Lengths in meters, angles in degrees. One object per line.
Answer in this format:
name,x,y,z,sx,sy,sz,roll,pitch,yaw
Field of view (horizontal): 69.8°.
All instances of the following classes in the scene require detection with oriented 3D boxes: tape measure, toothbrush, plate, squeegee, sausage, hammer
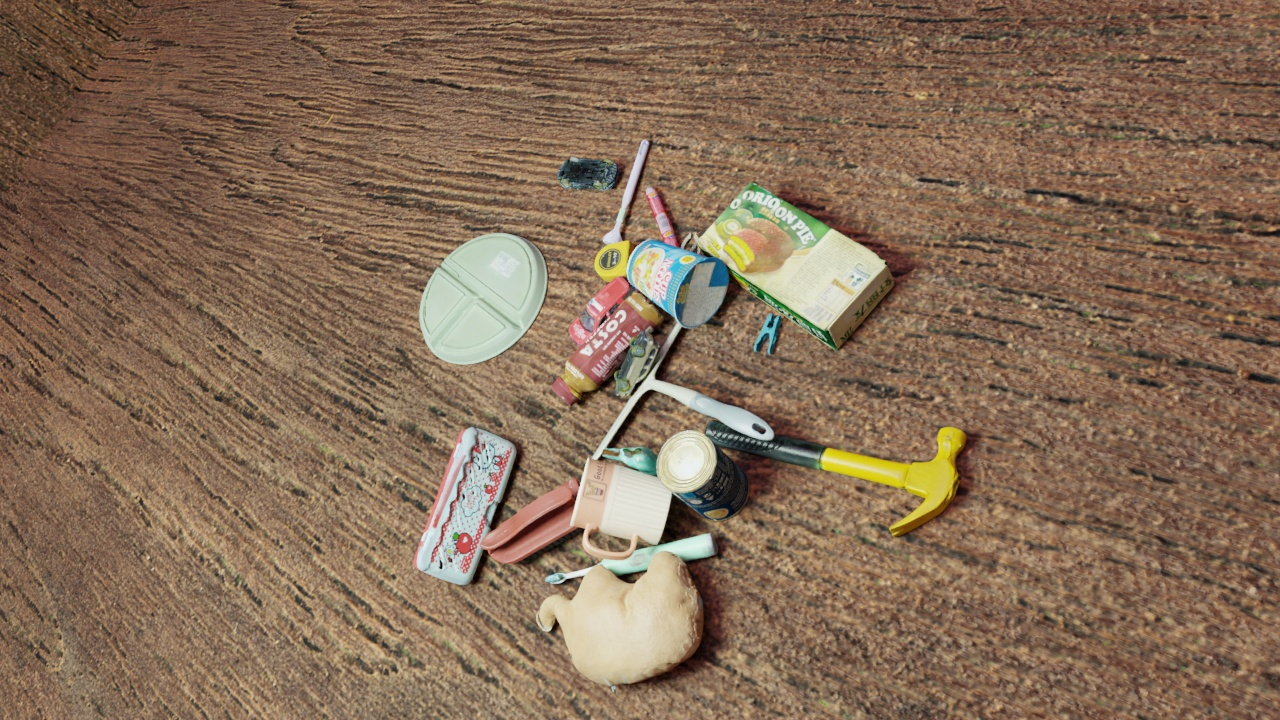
tape measure,-0.036,-0.139,1.319,0.057,0.029,0.060,-7,62,24
toothbrush,-0.016,-0.253,1.375,0.029,0.021,0.188,19,69,-5
toothbrush,-0.013,0.243,1.106,0.225,0.027,0.026,-17,69,20
plate,-0.248,-0.101,1.414,0.231,0.027,0.229,-12,61,22
squeegee,0.065,0.051,1.124,0.247,0.039,0.246,22,76,48
sausage,0.033,-0.198,1.319,0.020,0.020,0.155,-27,55,13
hammer,0.210,0.113,1.053,0.301,0.033,0.128,11,70,32

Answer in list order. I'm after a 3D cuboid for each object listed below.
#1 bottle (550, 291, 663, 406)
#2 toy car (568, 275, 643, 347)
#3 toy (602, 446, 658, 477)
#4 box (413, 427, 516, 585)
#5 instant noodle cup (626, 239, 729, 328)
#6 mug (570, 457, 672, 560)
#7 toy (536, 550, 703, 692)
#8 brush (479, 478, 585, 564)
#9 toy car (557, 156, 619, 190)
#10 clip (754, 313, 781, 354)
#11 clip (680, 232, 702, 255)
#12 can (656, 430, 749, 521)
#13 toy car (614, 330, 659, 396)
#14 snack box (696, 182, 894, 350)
bottle,-0.047,-0.013,1.240,0.175,0.057,0.057,-46,53,-1
toy car,-0.051,-0.068,1.281,0.120,0.045,0.053,-47,52,2
toy,0.003,0.124,1.121,0.097,0.092,0.030,3,66,33
box,-0.229,0.190,1.210,0.068,0.090,0.201,2,65,38
instant noodle cup,0.043,-0.107,1.198,0.110,0.099,0.099,31,82,38
mug,-0.025,0.181,1.083,0.106,0.082,0.114,15,54,-2
toy,-0.033,0.305,1.058,0.226,0.082,0.143,-17,54,23
brush,-0.133,0.209,1.163,0.146,0.069,0.063,-32,53,10
toy car,-0.081,-0.286,1.418,0.106,0.031,0.048,11,70,31
clip,0.163,-0.034,1.166,0.041,0.014,0.056,11,70,32
clip,0.074,-0.124,1.250,0.064,0.034,0.098,-1,70,27
can,0.073,0.135,1.065,0.075,0.111,0.075,-13,60,22
toy car,-0.007,0.007,1.204,0.090,0.035,0.042,-62,13,15
snack box,0.193,-0.124,1.167,0.114,0.063,0.240,-49,53,-3
